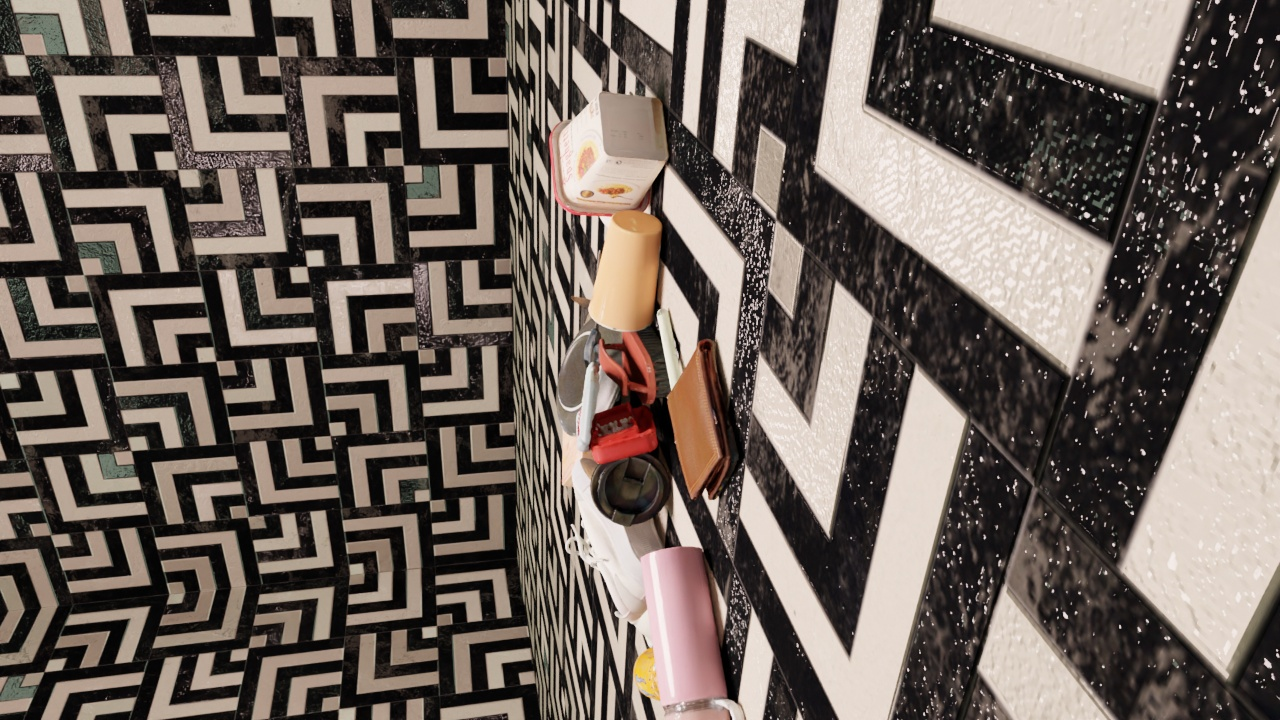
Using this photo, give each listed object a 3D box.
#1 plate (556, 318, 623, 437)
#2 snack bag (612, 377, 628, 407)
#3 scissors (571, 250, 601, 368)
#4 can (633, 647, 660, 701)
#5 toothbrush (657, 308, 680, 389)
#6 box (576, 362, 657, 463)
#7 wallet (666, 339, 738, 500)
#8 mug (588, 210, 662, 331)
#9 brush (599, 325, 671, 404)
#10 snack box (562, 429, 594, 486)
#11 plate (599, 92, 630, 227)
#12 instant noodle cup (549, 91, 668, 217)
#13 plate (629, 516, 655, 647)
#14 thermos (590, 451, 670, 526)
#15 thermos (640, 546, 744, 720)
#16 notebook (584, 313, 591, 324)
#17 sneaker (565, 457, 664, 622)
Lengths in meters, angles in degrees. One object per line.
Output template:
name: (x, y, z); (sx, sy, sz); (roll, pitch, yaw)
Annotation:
plate: (-0.074, 0.016, 1.246); (0.180, 0.024, 0.179); (-33, 49, 48)
snack bag: (-0.048, 0.023, 1.325); (0.191, 0.039, 0.110); (113, 158, -60)
scissors: (-0.048, -0.064, 1.137); (0.159, 0.014, 0.181); (-43, -32, -52)
can: (0.032, 0.342, 0.998); (0.146, 0.058, 0.058); (123, 142, -70)
toothbrush: (0.039, 0.019, 0.967); (0.029, 0.020, 0.189); (-43, 44, 35)
box: (-0.038, 0.051, 1.065); (0.201, 0.095, 0.100); (-117, 12, -84)
wallet: (0.059, 0.057, 0.859); (0.101, 0.032, 0.124); (111, 152, -57)
mug: (-0.013, -0.104, 1.049); (0.078, 0.078, 0.123); (-109, 25, -51)
brush: (-0.006, 0.006, 1.048); (0.145, 0.069, 0.063); (-120, 27, -64)
snack box: (-0.085, 0.090, 1.291); (0.085, 0.026, 0.157); (128, 146, -52)
plate: (-0.039, -0.246, 1.182); (0.164, 0.034, 0.164); (127, 143, -72)
instant noodle cup: (-0.031, -0.231, 1.019); (0.124, 0.116, 0.116); (145, 122, -63)
plate: (-0.001, 0.285, 1.195); (0.164, 0.034, 0.164); (110, 153, -60)
thermos: (-0.016, 0.136, 1.106); (0.143, 0.093, 0.093); (-114, 23, -77)
thermos: (0.052, 0.282, 0.892); (0.087, 0.067, 0.198); (-35, 54, 41)
notebook: (-0.089, 0.041, 1.490); (0.147, 0.008, 0.208); (-76, -12, -70)
sneaker: (-0.036, 0.220, 1.132); (0.091, 0.089, 0.242); (-57, 35, 17)
